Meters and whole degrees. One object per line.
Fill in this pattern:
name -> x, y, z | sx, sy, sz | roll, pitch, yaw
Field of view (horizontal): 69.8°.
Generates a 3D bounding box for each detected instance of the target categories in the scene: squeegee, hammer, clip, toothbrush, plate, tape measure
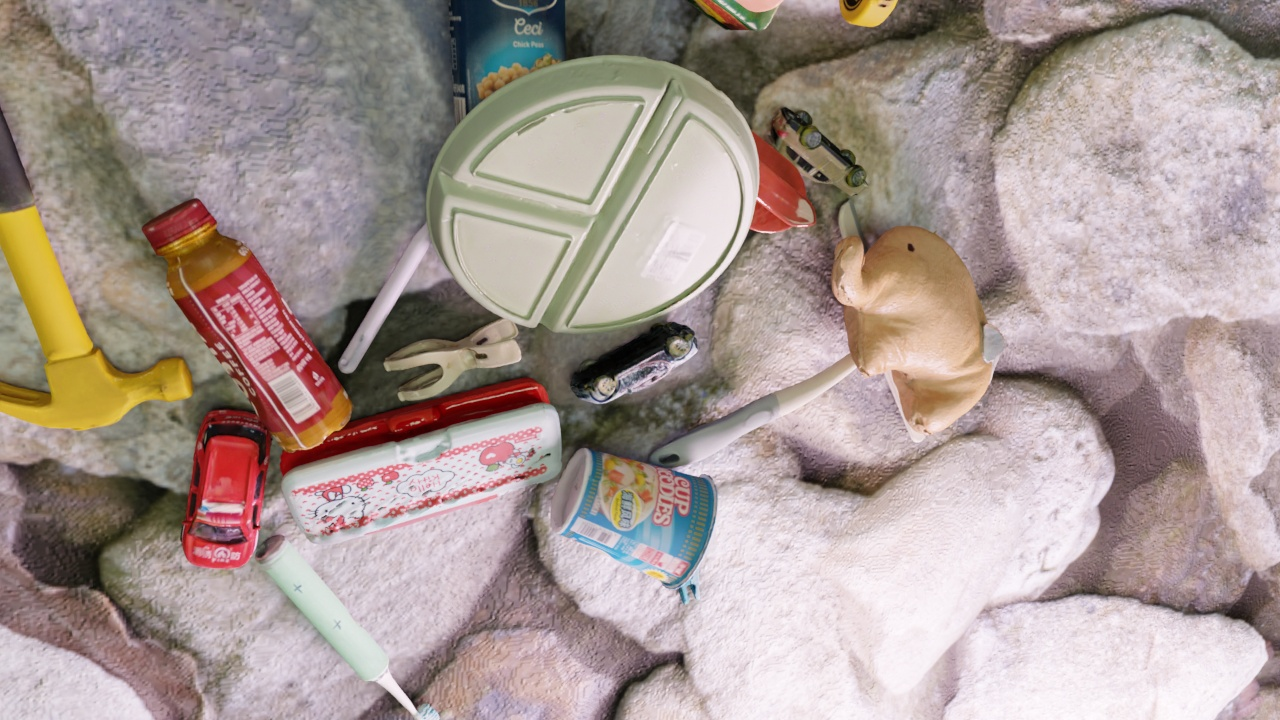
squeegee -> 0.119, 0.030, 0.771 | 0.246, 0.039, 0.246 | -28, 115, -7
hammer -> -0.384, -0.094, 0.556 | 0.128, 0.033, 0.301 | -15, 113, -15
clip -> 0.041, 0.192, 0.817 | 0.041, 0.014, 0.056 | -12, 111, -14
toothbrush -> -0.163, -0.070, 0.650 | 0.029, 0.021, 0.189 | 36, 98, 12
plate -> -0.028, -0.097, 0.621 | 0.230, 0.027, 0.231 | -8, 141, -7
toothbrush -> -0.227, 0.224, 0.727 | 0.027, 0.026, 0.224 | -42, 119, -26
tape measure -> 0.170, -0.274, 0.669 | 0.029, 0.057, 0.060 | 1, 68, -18
clip -> -0.137, -0.004, 0.674 | 0.098, 0.064, 0.034 | -22, 113, -3

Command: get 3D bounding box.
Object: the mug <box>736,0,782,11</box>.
mug -> 0.092, -0.263, 0.547 | 0.081, 0.106, 0.114 | 25, 99, -26

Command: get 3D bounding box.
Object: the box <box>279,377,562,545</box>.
box -> -0.156, 0.081, 0.678 | 0.201, 0.068, 0.091 | -15, 114, -14

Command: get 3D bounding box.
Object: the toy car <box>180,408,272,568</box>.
toy car -> -0.294, 0.094, 0.649 | 0.053, 0.045, 0.121 | 8, 108, -20

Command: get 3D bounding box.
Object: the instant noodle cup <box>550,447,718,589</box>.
instant noodle cup -> -0.010, 0.121, 0.734 | 0.110, 0.099, 0.099 | 22, 100, -17

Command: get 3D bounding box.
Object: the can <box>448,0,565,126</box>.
can -> -0.086, -0.199, 0.598 | 0.075, 0.075, 0.111 | -6, 111, -17

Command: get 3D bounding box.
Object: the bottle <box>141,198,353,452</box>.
bottle -> -0.260, -0.022, 0.610 | 0.057, 0.057, 0.175 | -29, 115, -8

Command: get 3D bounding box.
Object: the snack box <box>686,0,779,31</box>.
snack box -> 0.009, -0.328, 0.591 | 0.240, 0.063, 0.114 | 27, 99, -25

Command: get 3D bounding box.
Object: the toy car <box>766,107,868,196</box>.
toy car -> 0.139, -0.158, 0.710 | 0.090, 0.042, 0.035 | 31, 118, -21

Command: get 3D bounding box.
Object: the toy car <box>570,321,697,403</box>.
toy car -> -0.004, 0.004, 0.714 | 0.105, 0.049, 0.031 | -27, 112, -7

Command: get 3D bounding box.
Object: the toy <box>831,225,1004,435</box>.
toy -> 0.213, -0.043, 0.736 | 0.226, 0.083, 0.143 | 41, 58, -34

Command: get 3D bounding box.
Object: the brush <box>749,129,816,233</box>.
brush -> 0.067, -0.141, 0.675 | 0.145, 0.069, 0.063 | 30, 98, -26
